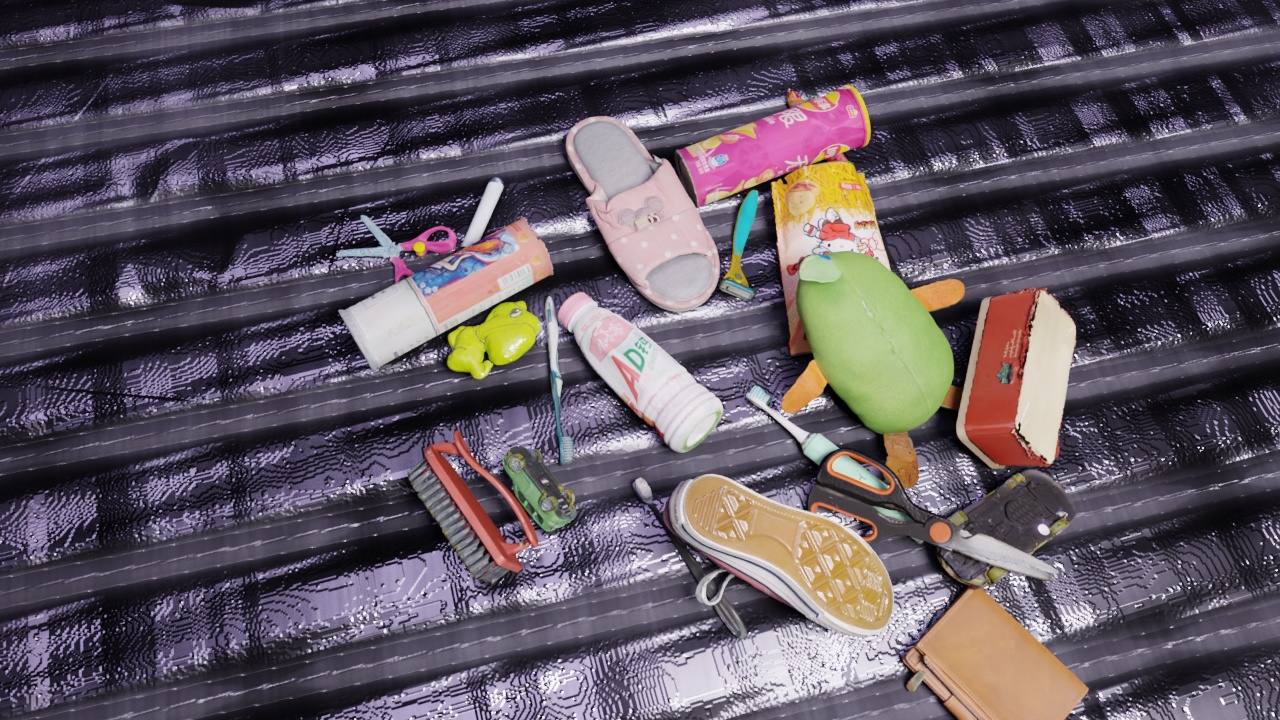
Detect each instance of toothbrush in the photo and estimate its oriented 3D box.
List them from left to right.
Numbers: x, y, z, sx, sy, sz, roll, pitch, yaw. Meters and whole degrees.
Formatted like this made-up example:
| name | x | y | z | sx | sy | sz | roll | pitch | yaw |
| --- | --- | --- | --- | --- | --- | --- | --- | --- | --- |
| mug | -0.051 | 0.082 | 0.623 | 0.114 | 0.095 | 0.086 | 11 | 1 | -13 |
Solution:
| name | x | y | z | sx | sy | sz | roll | pitch | yaw |
| --- | --- | --- | --- | --- | --- | --- | --- | --- | --- |
| toothbrush | -0.084 | 0.018 | 0.948 | 0.018 | 0.016 | 0.191 | -1 | 65 | -13 |
| toothbrush | 0.046 | 0.186 | 0.873 | 0.015 | 0.018 | 0.181 | -28 | 70 | -22 |
| toothbrush | 0.194 | 0.101 | 0.910 | 0.224 | 0.026 | 0.027 | 38 | 78 | 16 |

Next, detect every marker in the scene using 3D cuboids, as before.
| name | x | y | z | sx | sy | sz | roll | pitch | yaw |
| --- | --- | --- | --- | --- | --- | --- | --- | --- | --- |
| marker | -0.183 | -0.150 | 1.021 | 0.022 | 0.018 | 0.130 | 23 | 66 | -11 |

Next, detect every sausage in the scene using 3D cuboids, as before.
| name | x | y | z | sx | sy | sz | roll | pitch | yaw |
| --- | --- | --- | --- | --- | --- | --- | --- | --- | --- |
| sausage | 0.212 | -0.265 | 1.086 | 0.020 | 0.020 | 0.155 | -24 | 68 | -12 |

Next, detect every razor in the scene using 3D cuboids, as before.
| name | x | y | z | sx | sy | sz | roll | pitch | yaw |
| --- | --- | --- | --- | --- | --- | --- | --- | --- | --- |
| razor | 0.114 | -0.130 | 1.014 | 0.043 | 0.028 | 0.132 | 19 | 67 | -19 |

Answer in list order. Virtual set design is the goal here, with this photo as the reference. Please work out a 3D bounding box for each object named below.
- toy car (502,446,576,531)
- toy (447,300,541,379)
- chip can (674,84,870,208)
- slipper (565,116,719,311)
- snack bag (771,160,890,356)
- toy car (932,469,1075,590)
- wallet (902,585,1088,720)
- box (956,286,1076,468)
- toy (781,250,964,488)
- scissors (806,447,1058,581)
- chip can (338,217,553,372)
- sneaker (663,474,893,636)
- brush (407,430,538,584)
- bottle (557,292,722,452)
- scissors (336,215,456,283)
| name | x | y | z | sx | sy | sz | roll | pitch | yaw |
| --- | --- | --- | --- | --- | --- | --- | --- | --- | --- |
| toy car | -0.099 | 0.122 | 0.881 | 0.036 | 0.043 | 0.091 | -41 | 76 | 20 |
| toy | -0.151 | -0.021 | 0.954 | 0.100 | 0.031 | 0.096 | -8 | 53 | 3 |
| chip can | 0.147 | -0.239 | 1.030 | 0.210 | 0.071 | 0.071 | -22 | 67 | -4 |
| slipper | 0.000 | -0.174 | 1.017 | 0.114 | 0.054 | 0.274 | -23 | 67 | -12 |
| snack bag | 0.210 | -0.108 | 0.995 | 0.128 | 0.073 | 0.207 | -5 | 73 | -5 |
| toy car | 0.349 | 0.160 | 0.875 | 0.157 | 0.042 | 0.070 | -25 | 61 | -23 |
| wallet | 0.314 | 0.285 | 0.822 | 0.119 | 0.035 | 0.130 | -38 | 70 | -17 |
| box | 0.382 | 0.017 | 0.907 | 0.091 | 0.080 | 0.168 | 36 | 62 | -31 |
| toy | 0.238 | -0.008 | 0.912 | 0.226 | 0.090 | 0.247 | -34 | 95 | -12 |
| scissors | 0.261 | 0.167 | 0.850 | 0.235 | 0.021 | 0.137 | 42 | 103 | 21 |
| chip can | -0.198 | -0.070 | 0.954 | 0.214 | 0.071 | 0.071 | -30 | 69 | -14 |
| sneaker | 0.120 | 0.179 | 0.839 | 0.241 | 0.088 | 0.118 | 29 | 64 | -14 |
| brush | -0.158 | 0.135 | 0.865 | 0.069 | 0.063 | 0.146 | -38 | 69 | -5 |
| bottle | -0.006 | 0.005 | 0.930 | 0.068 | 0.068 | 0.197 | -39 | 68 | -18 |
| scissors | -0.268 | -0.112 | 1.005 | 0.133 | 0.017 | 0.125 | -3 | 68 | 2 |
